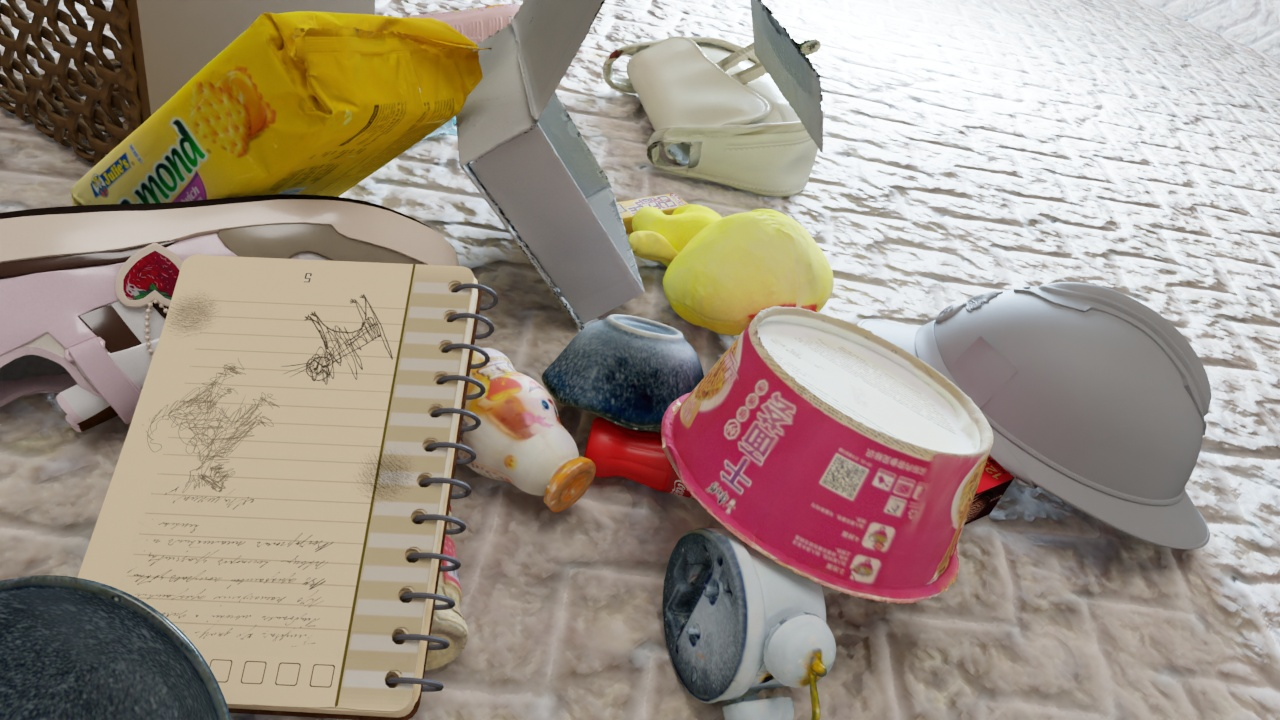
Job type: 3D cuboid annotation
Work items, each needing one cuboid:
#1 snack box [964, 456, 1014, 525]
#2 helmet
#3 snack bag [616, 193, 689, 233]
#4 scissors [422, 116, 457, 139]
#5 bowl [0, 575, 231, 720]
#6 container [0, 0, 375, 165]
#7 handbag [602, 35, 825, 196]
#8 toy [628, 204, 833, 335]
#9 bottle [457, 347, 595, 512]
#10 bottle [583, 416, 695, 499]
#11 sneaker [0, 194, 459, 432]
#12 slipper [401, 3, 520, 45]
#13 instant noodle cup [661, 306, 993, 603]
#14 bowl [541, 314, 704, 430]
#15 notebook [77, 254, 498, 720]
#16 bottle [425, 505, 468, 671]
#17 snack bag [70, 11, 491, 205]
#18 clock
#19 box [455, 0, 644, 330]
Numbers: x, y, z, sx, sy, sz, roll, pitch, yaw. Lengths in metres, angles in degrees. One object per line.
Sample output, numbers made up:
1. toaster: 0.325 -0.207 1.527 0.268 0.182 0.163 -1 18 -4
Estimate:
1. snack box: 0.143 0.055 0.611 0.132 0.036 0.152 -13 46 -32
2. helmet: 0.293 0.004 0.629 0.271 0.118 0.182 33 27 12
3. snack bag: 0.005 -0.129 0.805 0.099 0.020 0.026 -16 49 -34
4. scissors: -0.170 -0.225 0.871 0.135 0.015 0.129 12 37 -14
5. bowl: -0.210 0.145 0.346 0.137 0.137 0.057 16 -2 0
6. container: -0.359 -0.303 0.706 0.214 0.252 0.218 30 40 17
7. handbag: 0.075 -0.276 0.934 0.184 0.132 0.228 -5 40 -16
8. toy: 0.068 -0.079 0.713 0.133 0.092 0.208 -11 26 -28
9. bottle: -0.075 0.041 0.532 0.109 0.063 0.063 37 43 26
10. bottle: 0.026 0.064 0.559 0.119 0.036 0.036 14 38 -3
11. sneaker: -0.246 -0.020 0.534 0.293 0.112 0.116 -3 63 -24
12. slipper: -0.180 -0.313 0.920 0.196 0.093 0.081 -13 36 -31
13. instant noodle cup: 0.107 0.037 0.491 0.178 0.078 0.178 19 25 -10
14. bowl: -0.003 0.003 0.578 0.110 0.055 0.110 13 13 -3
15. notebook: -0.163 0.047 0.436 0.167 0.024 0.225 3 62 1
16. bottle: -0.113 0.100 0.463 0.044 0.044 0.109 0 41 -19
17. snack bag: -0.225 -0.138 0.580 0.068 0.248 0.159 65 30 -4
18. clock: 0.053 0.134 0.447 0.057 0.083 0.117 4 38 -24
19. box: -0.031 -0.202 0.622 0.164 0.331 0.167 12 37 -24
